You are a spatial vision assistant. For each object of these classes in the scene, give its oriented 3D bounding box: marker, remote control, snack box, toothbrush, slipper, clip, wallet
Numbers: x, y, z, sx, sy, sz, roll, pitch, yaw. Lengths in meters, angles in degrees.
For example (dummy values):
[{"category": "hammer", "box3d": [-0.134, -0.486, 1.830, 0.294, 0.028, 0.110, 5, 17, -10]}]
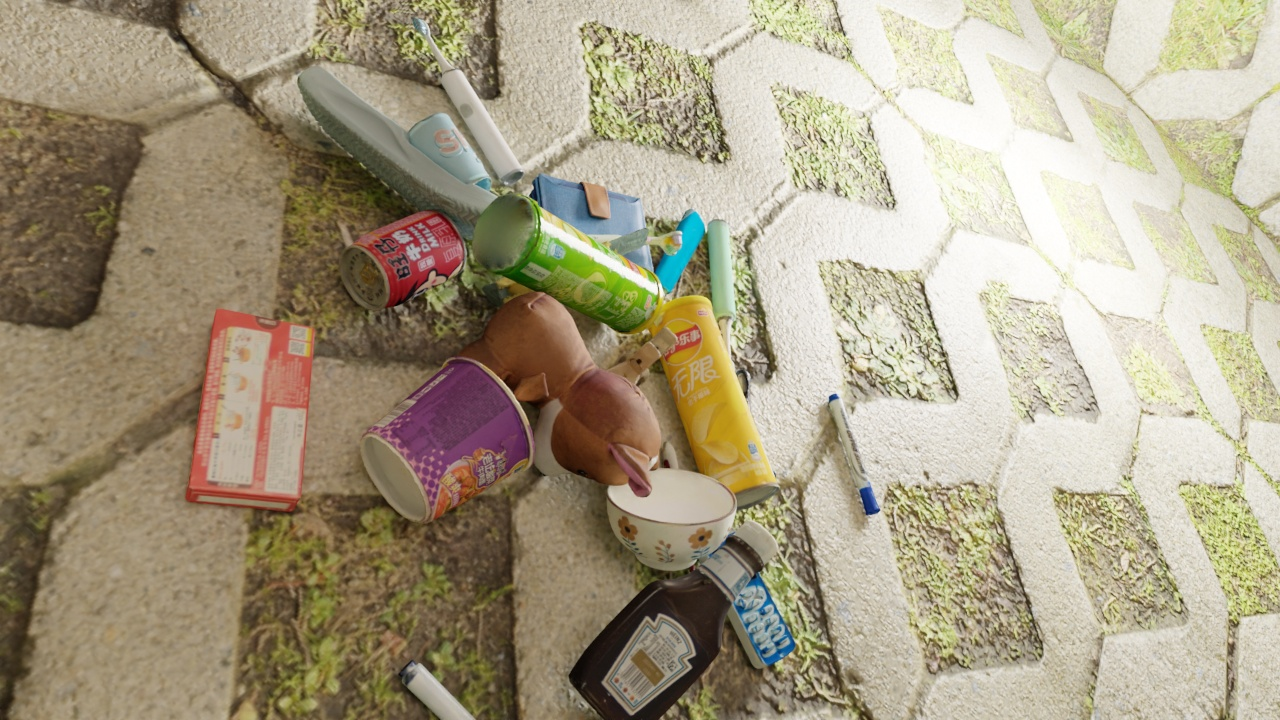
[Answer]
[{"category": "marker", "box3d": [-0.124, 0.267, 0.658, 0.130, 0.018, 0.022, 45, 54, -2]}, {"category": "marker", "box3d": [0.239, 0.104, 1.034, 0.016, 0.017, 0.145, 6, 57, -33]}, {"category": "remote control", "box3d": [0.095, 0.218, 0.844, 0.048, 0.024, 0.125, -13, 70, -41]}, {"category": "snack box", "box3d": [-0.291, 0.036, 0.691, 0.075, 0.026, 0.152, 11, 54, -29]}, {"category": "toothbrush", "box3d": [0.094, -0.073, 1.044, 0.026, 0.027, 0.224, -2, 55, 1]}, {"category": "slipper", "box3d": [-0.207, -0.195, 0.851, 0.245, 0.104, 0.074, 37, 76, 1]}, {"category": "clip", "box3d": [0.000, 0.001, 0.876, 0.034, 0.105, 0.080, 47, 30, 3]}, {"category": "wallet", "box3d": [-0.051, -0.140, 0.980, 0.133, 0.040, 0.106, 8, 61, -32]}, {"category": "toothbrush", "box3d": [-0.037, -0.123, 0.948, 0.189, 0.029, 0.020, -4, 34, -34]}, {"category": "toothbrush", "box3d": [0.037, 0.161, 0.850, 0.017, 0.016, 0.187, 3, 59, -23]}, {"category": "toothbrush", "box3d": [-0.189, -0.282, 0.984, 0.221, 0.027, 0.026, 58, 13, 12]}]

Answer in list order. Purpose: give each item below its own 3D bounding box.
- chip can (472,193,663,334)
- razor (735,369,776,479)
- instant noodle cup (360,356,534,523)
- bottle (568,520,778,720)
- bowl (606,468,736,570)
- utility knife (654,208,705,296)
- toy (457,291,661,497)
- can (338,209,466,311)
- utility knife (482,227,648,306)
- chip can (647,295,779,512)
[{"category": "chip can", "box3d": [-0.062, -0.084, 0.847, 0.221, 0.073, 0.072, 24, 43, -56]}, {"category": "razor", "box3d": [0.113, 0.072, 0.962, 0.043, 0.022, 0.142, -6, 56, 3]}, {"category": "instant noodle cup", "box3d": [-0.155, 0.068, 0.717, 0.111, 0.112, 0.099, 49, 54, 3]}, {"category": "bottle", "box3d": [0.034, 0.207, 0.734, 0.194, 0.044, 0.080, -43, 100, -17]}, {"category": "bowl", "box3d": [0.024, 0.144, 0.804, 0.113, 0.062, 0.113, 5, 16, -2]}, {"category": "utility knife", "box3d": [0.033, -0.103, 1.026, 0.034, 0.018, 0.206, 47, 43, -19]}, {"category": "toy", "box3d": [-0.063, 0.039, 0.790, 0.199, 0.131, 0.140, 38, 17, -2]}, {"category": "can", "box3d": [-0.209, -0.088, 0.807, 0.066, 0.067, 0.093, 50, 45, 4]}, {"category": "utility knife", "box3d": [-0.070, -0.095, 0.917, 0.194, 0.020, 0.031, -27, 116, -31]}, {"category": "chip can", "box3d": [0.071, 0.042, 0.916, 0.072, 0.072, 0.213, -2, 62, -37]}]
